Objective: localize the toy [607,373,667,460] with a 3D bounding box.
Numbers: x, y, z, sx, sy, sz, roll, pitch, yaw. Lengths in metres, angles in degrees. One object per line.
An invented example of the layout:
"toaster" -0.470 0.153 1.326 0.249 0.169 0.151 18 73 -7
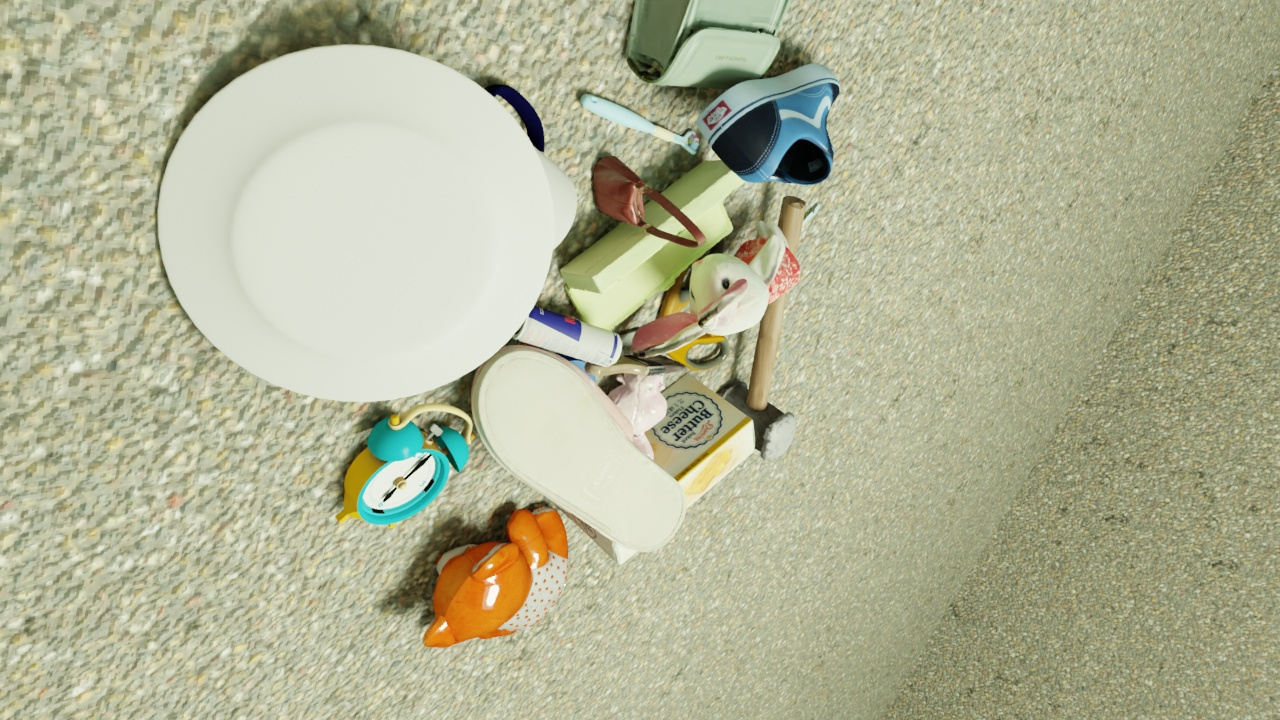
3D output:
"toy" -0.008 0.059 0.940 0.047 0.063 0.110 -64 169 -79

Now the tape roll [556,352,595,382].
"tape roll" -0.084 0.035 0.877 0.093 0.016 0.091 -47 146 -9

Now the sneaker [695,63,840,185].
"sneaker" 0.134 -0.197 0.814 0.084 0.098 0.240 -38 178 35

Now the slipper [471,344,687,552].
"slipper" -0.056 0.086 0.854 0.114 0.054 0.274 -49 122 -11

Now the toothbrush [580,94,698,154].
"toothbrush" 0.002 -0.199 0.773 0.154 0.016 0.022 3 85 -52

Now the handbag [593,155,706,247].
"handbag" 0.009 -0.123 0.755 0.029 0.120 0.055 -34 142 -27

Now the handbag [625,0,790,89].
"handbag" 0.058 -0.270 0.731 0.121 0.067 0.106 -14 132 -44

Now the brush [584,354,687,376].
"brush" -0.005 0.005 0.887 0.151 0.039 0.012 -5 114 -58

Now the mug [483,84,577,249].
"mug" -0.100 -0.140 0.659 0.097 0.079 0.111 32 66 -56

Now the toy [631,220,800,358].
"toy" 0.090 -0.072 0.886 0.193 0.084 0.159 -42 -171 -34

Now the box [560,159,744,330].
"box" 0.012 -0.110 0.837 0.187 0.066 0.128 -40 163 -17

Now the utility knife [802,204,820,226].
"utility knife" 0.149 -0.121 1.023 0.161 0.015 0.022 -48 148 -13

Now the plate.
"plate" -0.172 -0.073 0.583 0.242 0.016 0.243 -9 123 -15

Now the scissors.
"scissors" 0.038 -0.040 0.959 0.224 0.016 0.230 -1 122 -48

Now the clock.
"clock" -0.196 0.088 0.771 0.130 0.043 0.099 -52 147 11

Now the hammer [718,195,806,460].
"hammer" 0.144 -0.032 1.029 0.052 0.098 0.329 -25 135 -35

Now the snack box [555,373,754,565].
"snack box" 0.016 0.112 0.989 0.207 0.104 0.058 -36 143 -24

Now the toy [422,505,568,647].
"toy" -0.147 0.223 0.916 0.164 0.093 0.172 -55 159 7

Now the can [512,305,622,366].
"can" -0.063 -0.021 0.803 0.095 0.032 0.032 18 108 -25
